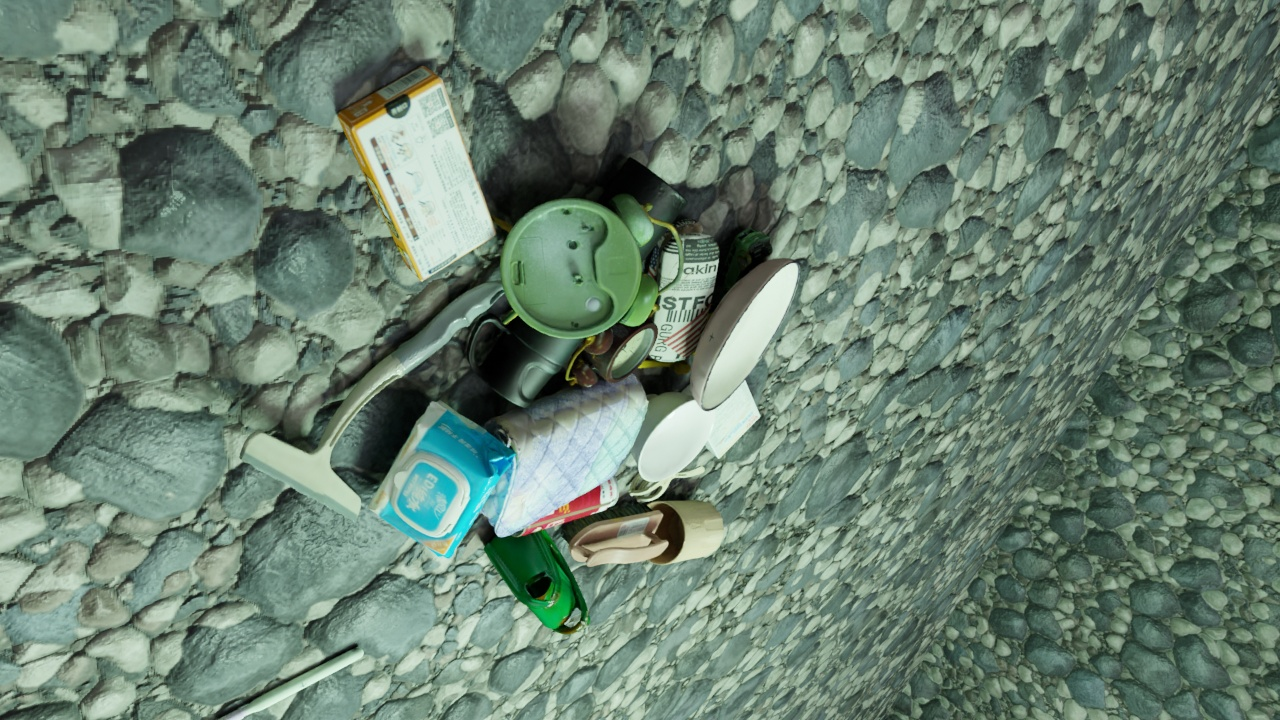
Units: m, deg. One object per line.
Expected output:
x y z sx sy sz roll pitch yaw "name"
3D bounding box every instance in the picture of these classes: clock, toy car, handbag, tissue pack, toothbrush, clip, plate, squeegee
-0.034 -0.017 0.916 0.121 0.055 0.082 -30 152 -43 "clock"
0.117 -0.107 1.031 0.043 0.036 0.091 -28 149 -32 "toy car"
-0.088 0.089 0.936 0.193 0.075 0.134 -23 145 -47 "handbag"
-0.180 0.110 0.828 0.140 0.090 0.063 -55 180 29 "tissue pack"
-0.006 0.006 1.020 0.189 0.016 0.016 2 122 -49 "toothbrush"
0.027 0.145 1.178 0.097 0.060 0.034 -38 145 3 "clip"
0.109 -0.034 1.014 0.192 0.039 0.193 -48 160 -24 "plate"
-0.370 0.344 0.935 0.189 0.029 0.020 -24 98 -35 "toothbrush"
-0.112 0.247 1.043 0.068 0.120 0.131 -35 146 -11 "handbag"
-0.206 0.011 0.778 0.246 0.039 0.247 -48 165 -14 "squeegee"
-0.043 -0.082 0.780 0.161 0.056 0.116 -5 103 -4 "clock"

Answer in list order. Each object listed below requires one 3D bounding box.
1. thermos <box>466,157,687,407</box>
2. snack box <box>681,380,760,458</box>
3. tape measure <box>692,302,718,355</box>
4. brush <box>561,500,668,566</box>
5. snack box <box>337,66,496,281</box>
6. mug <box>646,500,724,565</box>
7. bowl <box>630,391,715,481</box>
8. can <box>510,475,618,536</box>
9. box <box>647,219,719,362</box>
-0.063 -0.074 0.838 0.090 0.068 0.242 35 96 -34 "thermos"
0.105 0.060 1.190 0.084 0.027 0.157 -44 146 -9 "snack box"
0.080 -0.036 1.067 0.057 0.029 0.060 -21 137 -37 "tape measure"
-0.032 0.224 1.155 0.145 0.073 0.063 0 124 -47 "brush"
-0.164 -0.136 0.693 0.075 0.026 0.154 -36 144 -19 "snack box"
0.040 0.243 1.260 0.125 0.084 0.103 -37 155 28 "mug"
0.024 0.077 1.080 0.118 0.065 0.118 -30 143 -27 "bowl"
-0.089 0.154 1.019 0.132 0.053 0.053 -10 130 -41 "can"
0.031 -0.076 0.968 0.074 0.077 0.164 -9 135 -18 "box"
